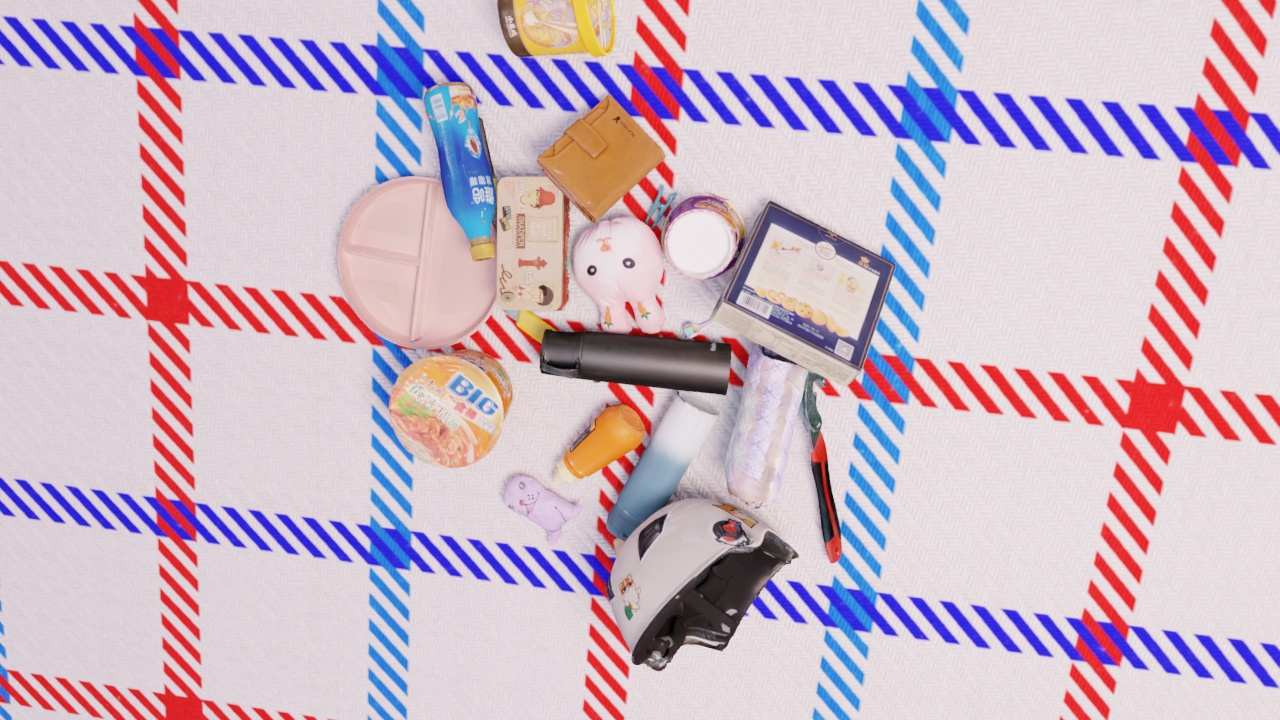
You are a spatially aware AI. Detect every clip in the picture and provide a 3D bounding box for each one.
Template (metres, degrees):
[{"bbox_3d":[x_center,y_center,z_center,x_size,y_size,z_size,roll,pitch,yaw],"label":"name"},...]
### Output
[{"bbox_3d":[0.025,-0.195,1.175,0.047,0.014,0.057,31,106,-3],"label":"clip"}]

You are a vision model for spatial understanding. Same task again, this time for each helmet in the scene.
[{"bbox_3d":[0.058,0.265,1.173,0.157,0.273,0.230,47,119,33],"label":"helmet"}]

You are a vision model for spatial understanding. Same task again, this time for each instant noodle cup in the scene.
[{"bbox_3d":[-0.241,0.055,1.216,0.151,0.111,0.151,2,103,7],"label":"instant noodle cup"},{"bbox_3d":[-0.100,-0.416,1.090,0.114,0.118,0.118,-3,103,17],"label":"instant noodle cup"},{"bbox_3d":[0.075,-0.148,1.136,0.111,0.099,0.111,2,103,8],"label":"instant noodle cup"}]

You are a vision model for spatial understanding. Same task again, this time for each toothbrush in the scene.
[{"bbox_3d":[0.142,-0.077,1.186,0.189,0.029,0.021,-26,139,11],"label":"toothbrush"}]

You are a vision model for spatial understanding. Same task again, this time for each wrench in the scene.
[{"bbox_3d":[0.240,0.144,1.212,0.016,0.056,0.273,3,109,42],"label":"wrench"}]

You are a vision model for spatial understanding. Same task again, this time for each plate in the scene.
[{"bbox_3d":[-0.291,-0.129,1.223,0.229,0.028,0.229,2,102,7],"label":"plate"}]

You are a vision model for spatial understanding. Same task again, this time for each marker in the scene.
[{"bbox_3d":[-0.201,-0.252,1.189,0.018,0.015,0.124,-8,100,9],"label":"marker"}]

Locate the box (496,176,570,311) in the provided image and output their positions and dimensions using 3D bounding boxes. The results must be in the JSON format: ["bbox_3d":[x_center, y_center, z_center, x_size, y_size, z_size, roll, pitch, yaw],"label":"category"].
[{"bbox_3d":[-0.133,-0.147,1.180,0.091,0.075,0.168,2,95,7],"label":"box"}]

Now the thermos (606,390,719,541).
[{"bbox_3d":[0.025,0.146,1.227,0.070,0.070,0.221,29,104,0],"label":"thermos"}]

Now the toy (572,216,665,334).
[{"bbox_3d":[-0.022,-0.104,1.182,0.121,0.054,0.159,-11,108,20],"label":"toy"}]

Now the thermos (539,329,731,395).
[{"bbox_3d":[-0.007,0.007,1.179,0.242,0.089,0.069,5,121,1],"label":"thermos"}]

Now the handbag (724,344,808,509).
[{"bbox_3d":[0.157,0.075,1.160,0.075,0.134,0.194,10,104,3],"label":"handbag"}]

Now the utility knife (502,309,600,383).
[{"bbox_3d":[-0.114,-0.028,1.230,0.181,0.015,0.033,37,92,-2],"label":"utility knife"}]

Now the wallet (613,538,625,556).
[{"bbox_3d":[0.012,0.293,1.288,0.087,0.024,0.115,-13,103,5],"label":"wallet"}]

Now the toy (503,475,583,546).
[{"bbox_3d":[-0.143,0.203,1.277,0.108,0.038,0.084,33,114,-3],"label":"toy"}]

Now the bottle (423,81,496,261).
[{"bbox_3d":[-0.218,-0.234,1.150,0.065,0.065,0.218,-13,91,10],"label":"bottle"}]

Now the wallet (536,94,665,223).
[{"bbox_3d":[-0.049,-0.250,1.134,0.108,0.031,0.131,47,73,-4],"label":"wallet"}]

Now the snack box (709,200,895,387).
[{"bbox_3d":[0.199,-0.083,1.104,0.178,0.182,0.046,27,147,0],"label":"snack box"}]

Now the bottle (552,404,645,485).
[{"bbox_3d":[-0.063,0.122,1.240,0.150,0.066,0.067,-40,96,21],"label":"bottle"}]
